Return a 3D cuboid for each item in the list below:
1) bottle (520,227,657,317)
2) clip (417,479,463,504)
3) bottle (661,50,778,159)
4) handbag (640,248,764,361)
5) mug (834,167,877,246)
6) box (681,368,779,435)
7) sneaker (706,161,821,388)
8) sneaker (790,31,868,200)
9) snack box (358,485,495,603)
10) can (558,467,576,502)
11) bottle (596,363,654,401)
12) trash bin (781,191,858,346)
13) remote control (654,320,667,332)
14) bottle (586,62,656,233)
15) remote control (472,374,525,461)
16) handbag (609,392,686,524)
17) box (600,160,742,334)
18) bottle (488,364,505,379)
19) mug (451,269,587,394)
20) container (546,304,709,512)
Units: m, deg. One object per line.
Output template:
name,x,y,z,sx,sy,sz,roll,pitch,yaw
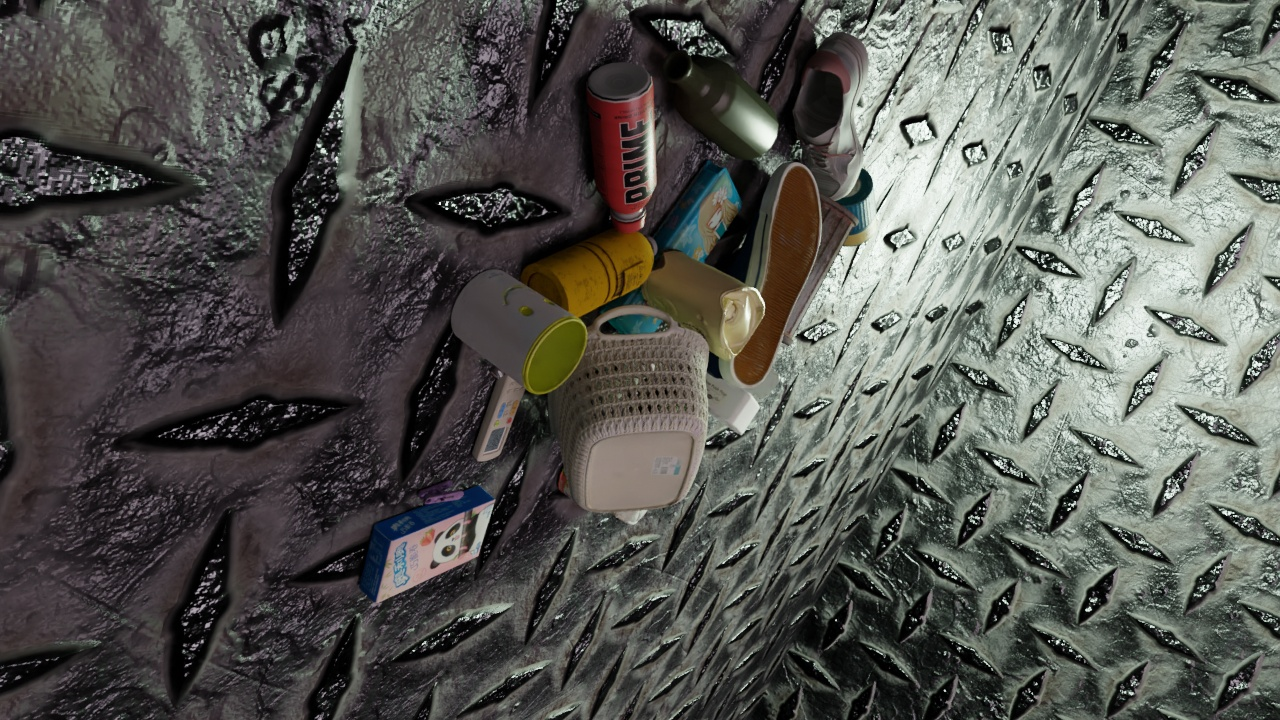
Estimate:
bottle,-0.043,-0.095,0.967,0.163,0.071,0.071,-31,144,-41
clip,-0.217,0.145,0.994,0.051,0.033,0.013,-12,130,-54
bottle,0.081,-0.275,0.975,0.071,0.071,0.206,-61,153,9
handbag,0.068,-0.070,1.046,0.081,0.119,0.111,-56,154,-3
mug,0.321,-0.251,1.415,0.107,0.083,0.113,57,41,-59
box,0.137,0.049,1.393,0.101,0.111,0.188,-61,159,16
sneaker,0.134,-0.116,1.179,0.120,0.127,0.294,21,88,-40
sneaker,0.235,-0.296,1.188,0.089,0.099,0.236,-41,143,-31
snack box,-0.234,0.200,1.017,0.153,0.033,0.088,-16,132,-52
can,-0.067,0.152,1.234,0.086,0.043,0.086,-42,151,-30
bottle,-0.007,0.007,1.175,0.115,0.041,0.041,-37,148,-34
trash bin,0.194,-0.127,1.268,0.211,0.131,0.130,-60,154,4
remote control,0.038,-0.055,1.211,0.146,0.015,0.033,-22,138,-49
bottle,-0.016,-0.201,0.904,0.062,0.062,0.177,-42,150,-27
remote control,-0.153,0.057,1.011,0.038,0.018,0.126,-12,130,-55
handbag,0.017,0.140,1.320,0.195,0.072,0.139,-56,172,-2
box,0.040,-0.127,1.111,0.226,0.039,0.094,-55,152,-6
bottle,-0.115,-0.021,0.965,0.109,0.036,0.036,-44,151,-23
mug,-0.116,-0.029,0.876,0.082,0.106,0.083,-40,149,-30
container,-0.010,0.069,1.046,0.184,0.143,0.252,-4,146,-9
